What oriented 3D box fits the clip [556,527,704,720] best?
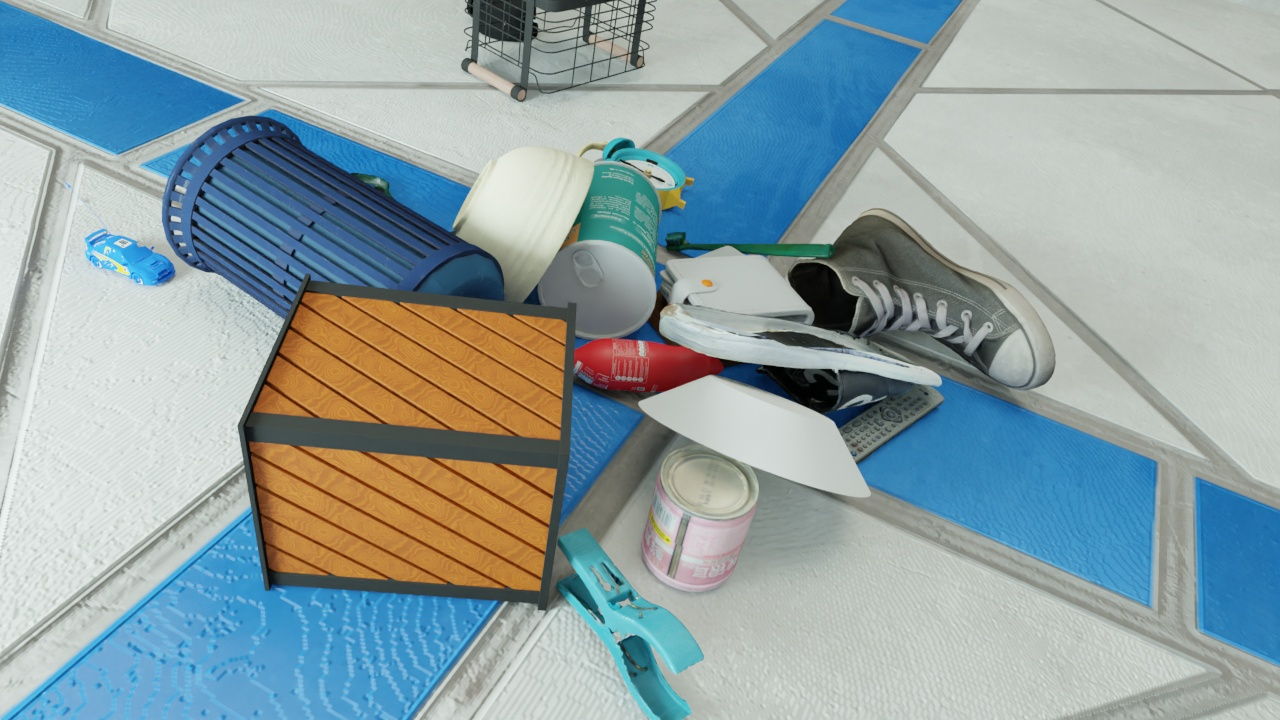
[{"bbox_3d":[-0.009,0.173,0.555,0.030,0.120,0.130,-22,26,-31],"label":"clip"}]

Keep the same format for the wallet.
[{"bbox_3d":[0.076,-0.065,0.812,0.118,0.038,0.115,-6,42,-26],"label":"wallet"}]

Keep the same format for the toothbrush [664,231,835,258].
[{"bbox_3d":[0.097,-0.110,0.869,0.190,0.017,0.016,9,37,41],"label":"toothbrush"}]

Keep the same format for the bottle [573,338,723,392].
[{"bbox_3d":[-0.005,0.004,0.747,0.141,0.042,0.041,5,39,-8],"label":"bottle"}]

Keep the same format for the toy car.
[{"bbox_3d":[-0.435,-0.105,0.761,0.092,0.062,0.033,21,40,12],"label":"toy car"}]

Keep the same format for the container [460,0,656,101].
[{"bbox_3d":[-0.104,-0.444,1.201,0.163,0.130,0.240,35,44,26],"label":"container"}]

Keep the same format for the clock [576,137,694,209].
[{"bbox_3d":[-0.008,-0.204,1.004,0.129,0.044,0.098,19,39,-1],"label":"clock"}]

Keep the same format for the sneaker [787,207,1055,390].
[{"bbox_3d":[0.250,-0.039,0.827,0.119,0.095,0.235,-32,65,-29],"label":"sneaker"}]

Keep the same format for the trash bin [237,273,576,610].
[{"bbox_3d":[-0.135,0.051,0.579,0.171,0.140,0.139,6,39,-7],"label":"trash bin"}]

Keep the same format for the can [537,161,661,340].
[{"bbox_3d":[-0.033,-0.101,0.823,0.099,0.099,0.143,9,39,-3],"label":"can"}]

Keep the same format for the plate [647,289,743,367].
[{"bbox_3d":[0.071,-0.047,0.841,0.131,0.025,0.131,7,39,-6],"label":"plate"}]

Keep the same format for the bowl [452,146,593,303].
[{"bbox_3d":[-0.110,-0.121,0.776,0.075,0.151,0.150,28,35,-18],"label":"bowl"}]

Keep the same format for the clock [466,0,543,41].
[{"bbox_3d":[-0.197,-0.501,1.319,0.091,0.043,0.120,-16,46,-30],"label":"clock"}]

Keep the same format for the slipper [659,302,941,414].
[{"bbox_3d":[0.128,0.006,0.736,0.263,0.063,0.111,10,13,-36],"label":"slipper"}]

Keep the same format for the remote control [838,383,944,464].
[{"bbox_3d":[0.204,0.050,0.764,0.136,0.013,0.033,-25,51,-36],"label":"remote control"}]

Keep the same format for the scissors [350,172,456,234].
[{"bbox_3d":[-0.209,-0.143,0.902,0.206,0.015,0.201,38,43,28],"label":"scissors"}]

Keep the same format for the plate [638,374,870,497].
[{"bbox_3d":[0.087,0.044,0.651,0.174,0.036,0.174,20,5,-2],"label":"plate"}]

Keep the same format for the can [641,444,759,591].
[{"bbox_3d":[0.038,0.105,0.607,0.067,0.076,0.067,7,39,-6],"label":"can"}]

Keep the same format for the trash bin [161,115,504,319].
[{"bbox_3d":[-0.233,-0.077,0.718,0.249,0.140,0.138,31,43,20],"label":"trash bin"}]
